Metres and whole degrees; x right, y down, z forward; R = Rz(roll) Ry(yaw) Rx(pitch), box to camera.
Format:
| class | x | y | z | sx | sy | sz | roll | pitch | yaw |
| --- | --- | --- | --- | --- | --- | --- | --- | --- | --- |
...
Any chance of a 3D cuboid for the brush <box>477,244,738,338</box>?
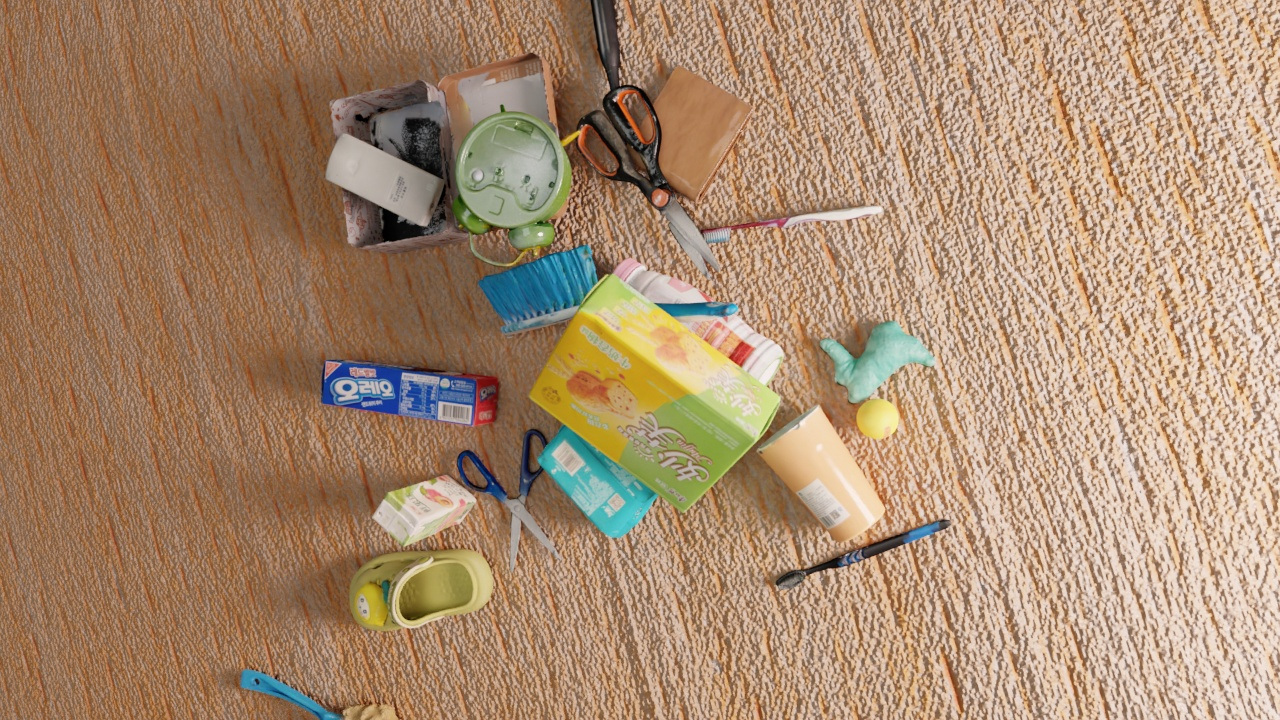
| class | x | y | z | sx | sy | sz | roll | pitch | yaw |
| --- | --- | --- | --- | --- | --- | --- | --- | --- | --- |
| brush | -0.043 | -0.070 | 0.951 | 0.315 | 0.060 | 0.109 | -12 | 96 | 39 |

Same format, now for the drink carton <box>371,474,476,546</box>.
| class | x | y | z | sx | sy | sz | roll | pitch | yaw |
| --- | --- | --- | --- | --- | --- | --- | --- | --- | --- |
| drink carton | -0.243 | 0.168 | 1.033 | 0.053 | 0.122 | 0.045 | 39 | 105 | 13 |

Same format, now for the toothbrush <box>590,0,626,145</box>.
| class | x | y | z | sx | sy | sz | roll | pitch | yaw |
| --- | --- | --- | --- | --- | --- | --- | --- | --- | --- |
| toothbrush | -0.035 | -0.337 | 0.992 | 0.027 | 0.026 | 0.212 | -7 | 90 | 11 |

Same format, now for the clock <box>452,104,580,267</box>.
| class | x | y | z | sx | sy | sz | roll | pitch | yaw |
| --- | --- | --- | --- | --- | --- | --- | --- | --- | --- |
| clock | -0.132 | -0.176 | 0.945 | 0.116 | 0.056 | 0.161 | 21 | 96 | 12 |

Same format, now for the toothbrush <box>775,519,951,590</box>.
| class | x | y | z | sx | sy | sz | roll | pitch | yaw |
| --- | --- | --- | --- | --- | --- | --- | --- | --- | --- |
| toothbrush | 0.224 | 0.198 | 0.931 | 0.190 | 0.016 | 0.014 | -24 | 92 | 17 |

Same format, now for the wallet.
| class | x | y | z | sx | sy | sz | roll | pitch | yaw |
| --- | --- | --- | --- | --- | --- | --- | --- | --- | --- |
| wallet | 0.050 | -0.240 | 0.971 | 0.101 | 0.020 | 0.115 | 35 | 100 | 15 |

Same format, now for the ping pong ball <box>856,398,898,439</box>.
| class | x | y | z | sx | sy | sz | roll | pitch | yaw |
| --- | --- | --- | --- | --- | --- | --- | --- | --- | --- |
| ping pong ball | 0.234 | 0.058 | 0.908 | 0.040 | 0.040 | 0.040 | 1 | 92 | 19 |

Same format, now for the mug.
| class | x | y | z | sx | sy | sz | roll | pitch | yaw |
| --- | --- | --- | --- | --- | --- | --- | --- | --- | --- |
| mug | 0.183 | 0.116 | 0.912 | 0.078 | 0.078 | 0.122 | -38 | 84 | 16 |

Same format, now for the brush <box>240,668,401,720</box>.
| class | x | y | z | sx | sy | sz | roll | pitch | yaw |
| --- | --- | --- | --- | --- | --- | --- | --- | --- | --- |
| brush | -0.399 | 0.439 | 1.146 | 0.255 | 0.045 | 0.083 | 14 | 101 | 22 |

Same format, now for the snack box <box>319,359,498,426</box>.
| class | x | y | z | sx | sy | sz | roll | pitch | yaw |
| --- | --- | --- | --- | --- | --- | --- | --- | --- | --- |
| snack box | -0.272 | 0.036 | 1.071 | 0.208 | 0.058 | 0.057 | 6 | 94 | 18 |

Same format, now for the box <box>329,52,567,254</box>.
| class | x | y | z | sx | sy | sz | roll | pitch | yaw |
| --- | --- | --- | --- | --- | --- | --- | --- | --- | --- |
| box | -0.208 | -0.225 | 1.025 | 0.260 | 0.082 | 0.177 | -8 | 90 | 19 |

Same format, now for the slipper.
| class | x | y | z | sx | sy | sz | roll | pitch | yaw |
| --- | --- | --- | --- | --- | --- | --- | --- | --- | --- |
| slipper | -0.267 | 0.268 | 1.069 | 0.191 | 0.081 | 0.091 | -14 | 85 | 16 |

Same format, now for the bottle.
| class | x | y | z | sx | sy | sz | roll | pitch | yaw |
| --- | --- | --- | --- | --- | --- | --- | --- | --- | --- |
| bottle | 0.053 | -0.038 | 0.955 | 0.197 | 0.068 | 0.068 | 36 | 103 | 19 |

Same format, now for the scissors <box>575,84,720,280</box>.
| class | x | y | z | sx | sy | sz | roll | pitch | yaw |
| --- | --- | --- | --- | --- | --- | --- | --- | --- | --- |
| scissors | 0.024 | -0.191 | 0.956 | 0.235 | 0.021 | 0.149 | 35 | 108 | 17 |

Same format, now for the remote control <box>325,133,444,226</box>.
| class | x | y | z | sx | sy | sz | roll | pitch | yaw |
| --- | --- | --- | --- | --- | --- | --- | --- | --- | --- |
| remote control | -0.280 | -0.198 | 1.000 | 0.135 | 0.019 | 0.056 | 26 | 100 | 14 |

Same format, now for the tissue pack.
| class | x | y | z | sx | sy | sz | roll | pitch | yaw |
| --- | --- | --- | --- | --- | --- | --- | --- | --- | --- |
| tissue pack | -0.038 | 0.118 | 0.999 | 0.093 | 0.050 | 0.133 | -46 | 79 | 13 |

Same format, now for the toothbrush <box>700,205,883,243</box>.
| class | x | y | z | sx | sy | sz | roll | pitch | yaw |
| --- | --- | --- | --- | --- | --- | --- | --- | --- | --- |
| toothbrush | 0.153 | -0.139 | 0.941 | 0.188 | 0.016 | 0.017 | -5 | 98 | 19 |

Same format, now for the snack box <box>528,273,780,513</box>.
| class | x | y | z | sx | sy | sz | roll | pitch | yaw |
| --- | --- | --- | --- | --- | --- | --- | --- | --- | --- |
| snack box | 0.009 | 0.036 | 0.911 | 0.210 | 0.069 | 0.158 | 37 | 137 | 2 |

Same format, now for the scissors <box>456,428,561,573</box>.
| class | x | y | z | sx | sy | sz | roll | pitch | yaw |
| --- | --- | --- | --- | --- | --- | --- | --- | --- | --- |
| scissors | -0.146 | 0.156 | 1.055 | 0.174 | 0.012 | 0.162 | 29 | 98 | 13 |

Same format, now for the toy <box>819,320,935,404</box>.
| class | x | y | z | sx | sy | sz | roll | pitch | yaw |
| --- | --- | --- | --- | --- | --- | --- | --- | --- | --- |
| toy | 0.229 | -0.001 | 0.914 | 0.096 | 0.030 | 0.092 | 46 | 103 | 18 |
